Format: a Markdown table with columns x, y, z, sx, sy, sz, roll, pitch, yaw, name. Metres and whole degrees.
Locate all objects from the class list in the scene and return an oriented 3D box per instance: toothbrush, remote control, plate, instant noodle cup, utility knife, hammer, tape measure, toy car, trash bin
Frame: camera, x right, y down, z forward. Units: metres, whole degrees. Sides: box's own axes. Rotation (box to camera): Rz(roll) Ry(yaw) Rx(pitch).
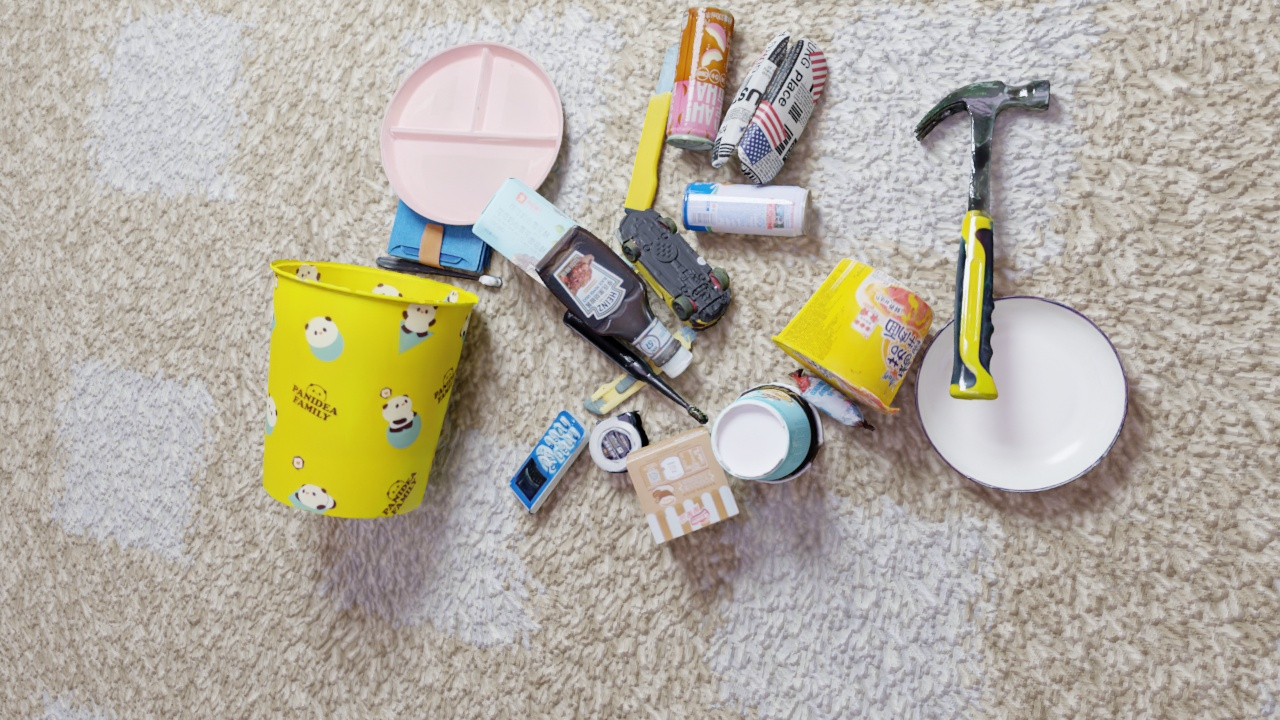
| x | y | z | sx | sy | sz | roll | pitch | yaw | name |
| --- | --- | --- | --- | --- | --- | --- | --- | --- | --- |
| -0.254 | -0.111 | 1.138 | 0.181 | 0.018 | 0.015 | 11 | 96 | 20 | toothbrush |
| -0.006 | 0.006 | 1.029 | 0.213 | 0.027 | 0.026 | 38 | 88 | 24 | toothbrush |
| -0.106 | 0.118 | 1.074 | 0.049 | 0.024 | 0.125 | 46 | 106 | 31 | remote control |
| -0.200 | -0.269 | 1.097 | 0.230 | 0.028 | 0.229 | -2 | 80 | 11 | plate |
| 0.218 | -0.028 | 0.917 | 0.138 | 0.138 | 0.110 | 35 | 91 | 16 | instant noodle cup |
| 0.003 | 0.011 | 1.050 | 0.167 | 0.018 | 0.031 | -38 | 84 | 10 | utility knife |
| 0.126 | 0.078 | 0.947 | 0.111 | 0.120 | 0.111 | 0 | 89 | 18 | instant noodle cup |
| 0.018 | -0.258 | 1.044 | 0.033 | 0.015 | 0.209 | 16 | 97 | 19 | utility knife |
| 0.328 | -0.121 | 0.900 | 0.126 | 0.032 | 0.323 | 2 | 79 | 22 | hammer |
| -0.024 | 0.095 | 1.045 | 0.066 | 0.033 | 0.065 | -19 | 81 | 15 | tape measure |
| 0.036 | -0.103 | 1.014 | 0.071 | 0.041 | 0.156 | -38 | 80 | -24 | toy car |
| 0.371 | 0.033 | 0.906 | 0.193 | 0.039 | 0.192 | 0 | 89 | 19 | plate |
| -0.322 | 0.030 | 1.058 | 0.230 | 0.229 | 0.255 | 14 | 99 | 19 | trash bin |

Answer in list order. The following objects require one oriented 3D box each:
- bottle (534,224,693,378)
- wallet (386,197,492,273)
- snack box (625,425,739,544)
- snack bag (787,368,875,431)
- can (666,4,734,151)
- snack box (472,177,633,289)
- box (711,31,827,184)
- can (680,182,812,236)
| x | y | z | sx | sy | sz | roll | pitch | yaw | name |
| --- | --- | --- | --- | --- | --- | --- | --- | --- | --- |
| -0.023 | -0.058 | 1.000 | 0.195 | 0.044 | 0.080 | 43 | 104 | -9 | bottle |
| -0.241 | -0.166 | 1.124 | 0.133 | 0.040 | 0.106 | 13 | 89 | 19 | wallet |
| 0.043 | 0.131 | 0.981 | 0.093 | 0.077 | 0.094 | -21 | 91 | 0 | snack box |
| 0.201 | 0.044 | 0.962 | 0.105 | 0.045 | 0.026 | 37 | 99 | 16 | snack bag |
| 0.065 | -0.309 | 1.007 | 0.058 | 0.057 | 0.147 | 9 | 92 | 19 | can |
| -0.098 | -0.126 | 1.038 | 0.175 | 0.051 | 0.074 | 37 | 102 | -5 | snack box |
| 0.143 | -0.264 | 0.973 | 0.088 | 0.076 | 0.162 | 30 | 82 | -6 | box |
| 0.115 | -0.163 | 0.990 | 0.135 | 0.053 | 0.053 | 6 | 91 | 19 | can |
